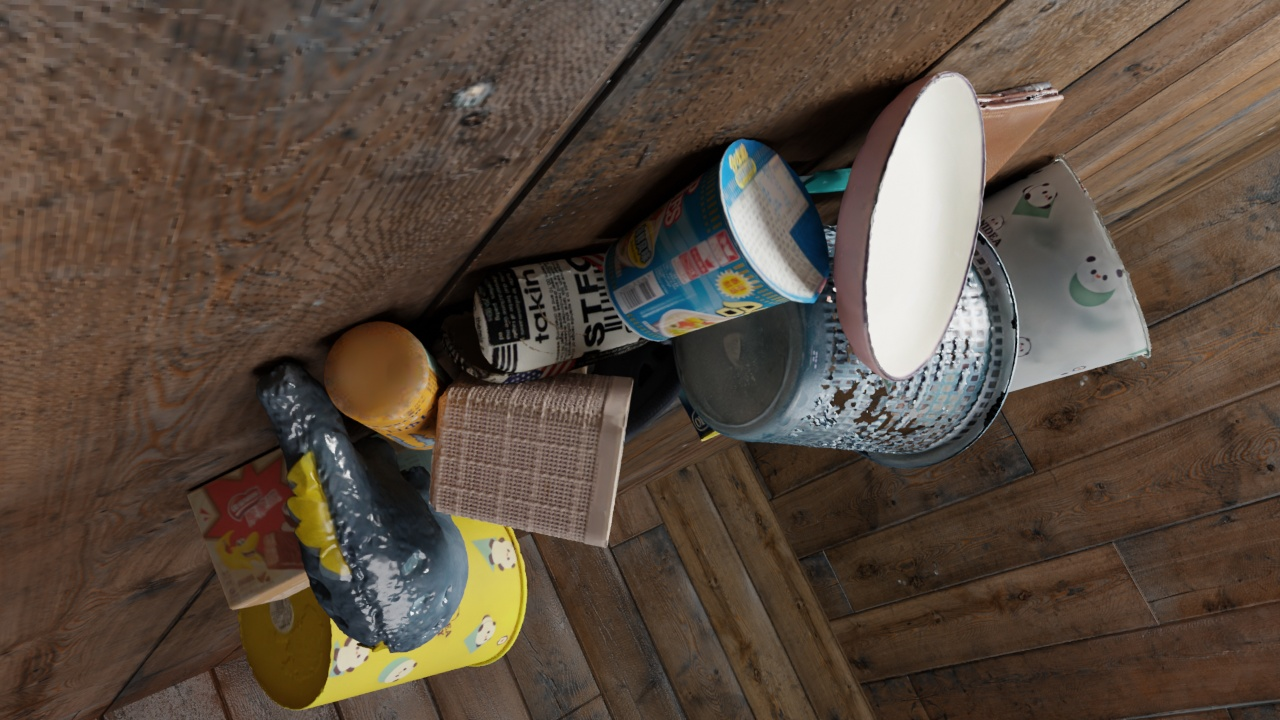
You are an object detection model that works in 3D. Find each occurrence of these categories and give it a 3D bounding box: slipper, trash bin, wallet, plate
[{"bbox_3d":[-0.005,0.005,0.791,0.267,0.083,0.111,-45,180,-43],"label":"slipper"},{"bbox_3d":[-0.303,0.277,1.071,0.230,0.229,0.254,-33,162,34],"label":"trash bin"},{"bbox_3d":[0.244,-0.159,0.677,0.124,0.032,0.101,-20,157,-37],"label":"wallet"},{"bbox_3d":[0.375,-0.064,0.999,0.252,0.229,0.229,-23,171,21],"label":"trash bin"},{"bbox_3d":[0.167,-0.084,0.582,0.039,0.192,0.192,15,-163,35],"label":"plate"},{"bbox_3d":[0.142,-0.019,0.726,0.194,0.226,0.227,-2,158,-35],"label":"trash bin"}]

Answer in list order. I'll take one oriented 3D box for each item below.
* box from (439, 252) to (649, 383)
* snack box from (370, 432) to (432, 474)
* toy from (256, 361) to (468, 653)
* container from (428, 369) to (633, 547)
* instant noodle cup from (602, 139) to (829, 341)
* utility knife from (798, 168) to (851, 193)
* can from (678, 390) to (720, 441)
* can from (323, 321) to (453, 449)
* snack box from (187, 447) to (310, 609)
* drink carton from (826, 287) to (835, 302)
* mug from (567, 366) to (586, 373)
[{"bbox_3d":[-0.053,-0.025,0.589,0.086,0.076,0.162,-12,-175,43],"label":"box"},{"bbox_3d":[-0.149,0.074,0.797,0.174,0.074,0.052,-23,170,-13],"label":"snack box"},{"bbox_3d":[-0.175,0.131,0.639,0.091,0.137,0.357,-16,154,-5],"label":"toy"},{"bbox_3d":[-0.067,0.054,0.572,0.111,0.090,0.089,9,-165,0],"label":"container"},{"bbox_3d":[0.038,-0.061,0.543,0.110,0.099,0.099,-24,173,39],"label":"instant noodle cup"},{"bbox_3d":[0.148,-0.131,0.654,0.174,0.013,0.029,-17,165,-49],"label":"utility knife"},{"bbox_3d":[0.069,0.015,0.927,0.075,0.111,0.075,-27,170,-5],"label":"can"},{"bbox_3d":[-0.148,0.020,0.574,0.058,0.058,0.146,-24,170,-7],"label":"can"},{"bbox_3d":[-0.269,0.124,0.699,0.093,0.094,0.077,-26,170,3],"label":"snack box"},{"bbox_3d":[0.158,-0.055,0.943,0.053,0.045,0.123,-17,161,-46],"label":"drink carton"},{"bbox_3d":[-0.094,0.036,0.671,0.114,0.081,0.106,-58,-179,-24],"label":"mug"}]
